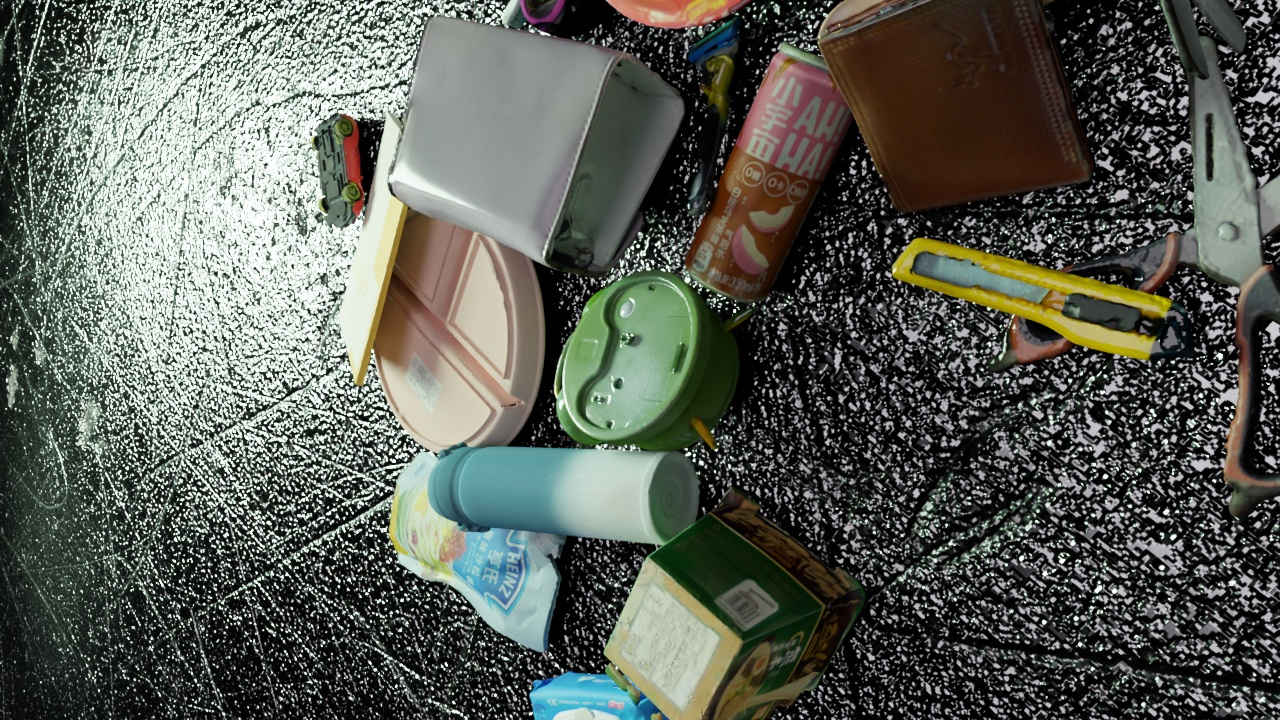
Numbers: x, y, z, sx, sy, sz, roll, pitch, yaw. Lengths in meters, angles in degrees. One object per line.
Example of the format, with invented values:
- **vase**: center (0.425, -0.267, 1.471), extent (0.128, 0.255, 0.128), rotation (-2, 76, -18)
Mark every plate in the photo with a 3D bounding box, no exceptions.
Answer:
- **plate**: center (-0.163, -0.028, 0.768), extent (0.230, 0.028, 0.229), rotation (6, 99, 43)

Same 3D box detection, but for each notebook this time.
- **notebook**: center (-0.230, -0.100, 0.801), extent (0.146, 0.010, 0.207), rotation (51, 126, 55)

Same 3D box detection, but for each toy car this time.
- **toy car**: center (-0.280, -0.176, 0.859), extent (0.049, 0.031, 0.106), rotation (-13, 82, 40)

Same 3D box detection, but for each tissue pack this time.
- **tissue pack**: center (-0.018, 0.278, 0.667), extent (0.157, 0.052, 0.095), rotation (-15, 84, 39)

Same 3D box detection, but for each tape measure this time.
- **tape measure**: center (-0.060, -0.265, 0.666), extent (0.058, 0.039, 0.057), rotation (-17, 83, 39)

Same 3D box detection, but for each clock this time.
- **clock**: center (-0.004, 0.004, 0.611), extent (0.161, 0.056, 0.116), rotation (4, 72, 45)

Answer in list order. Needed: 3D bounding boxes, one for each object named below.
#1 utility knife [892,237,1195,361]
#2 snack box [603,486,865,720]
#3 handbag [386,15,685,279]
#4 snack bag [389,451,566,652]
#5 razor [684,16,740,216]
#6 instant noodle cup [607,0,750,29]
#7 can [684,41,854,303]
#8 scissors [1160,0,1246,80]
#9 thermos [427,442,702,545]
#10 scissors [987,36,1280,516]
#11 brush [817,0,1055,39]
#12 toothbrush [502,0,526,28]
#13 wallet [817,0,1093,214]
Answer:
- **utility knife**: center (0.199, -0.032, 0.467), extent (0.155, 0.015, 0.033), rotation (23, 104, 36)
- **snack box**: center (0.049, 0.162, 0.569), extent (0.118, 0.105, 0.118), rotation (35, 114, 31)
- **handbag**: center (-0.083, -0.151, 0.651), extent (0.197, 0.098, 0.145), rotation (25, 92, 37)
- **snack bag**: center (-0.137, 0.155, 0.767), extent (0.191, 0.038, 0.110), rotation (21, 95, 36)
- **razor**: center (0.045, -0.149, 0.575), extent (0.043, 0.022, 0.142), rotation (-21, 53, 47)
- **instant noodle cup**: center (0.049, -0.297, 0.559), extent (0.194, 0.065, 0.194), rotation (5, 98, 39)
- **can**: center (0.079, -0.110, 0.553), extent (0.058, 0.057, 0.147), rotation (37, 116, 31)
- **scissors**: center (0.221, -0.214, 0.403), extent (0.173, 0.178, 0.019), rotation (37, 153, -15)
- **thermos**: center (-0.065, 0.097, 0.673), extent (0.221, 0.070, 0.070), rotation (-3, 92, 35)
- **scissors**: center (0.270, -0.039, 0.429), extent (0.223, 0.015, 0.189), rotation (-48, 65, 32)
- **brush**: center (0.164, -0.195, 0.468), extent (0.146, 0.072, 0.063), rotation (-19, 82, 40)
- **toothbrush**: center (-0.046, -0.339, 0.657), extent (0.225, 0.027, 0.026), rotation (-54, 48, 29)
- **wallet**: center (0.161, -0.132, 0.464), extent (0.101, 0.032, 0.124), rotation (-10, 128, 37)
